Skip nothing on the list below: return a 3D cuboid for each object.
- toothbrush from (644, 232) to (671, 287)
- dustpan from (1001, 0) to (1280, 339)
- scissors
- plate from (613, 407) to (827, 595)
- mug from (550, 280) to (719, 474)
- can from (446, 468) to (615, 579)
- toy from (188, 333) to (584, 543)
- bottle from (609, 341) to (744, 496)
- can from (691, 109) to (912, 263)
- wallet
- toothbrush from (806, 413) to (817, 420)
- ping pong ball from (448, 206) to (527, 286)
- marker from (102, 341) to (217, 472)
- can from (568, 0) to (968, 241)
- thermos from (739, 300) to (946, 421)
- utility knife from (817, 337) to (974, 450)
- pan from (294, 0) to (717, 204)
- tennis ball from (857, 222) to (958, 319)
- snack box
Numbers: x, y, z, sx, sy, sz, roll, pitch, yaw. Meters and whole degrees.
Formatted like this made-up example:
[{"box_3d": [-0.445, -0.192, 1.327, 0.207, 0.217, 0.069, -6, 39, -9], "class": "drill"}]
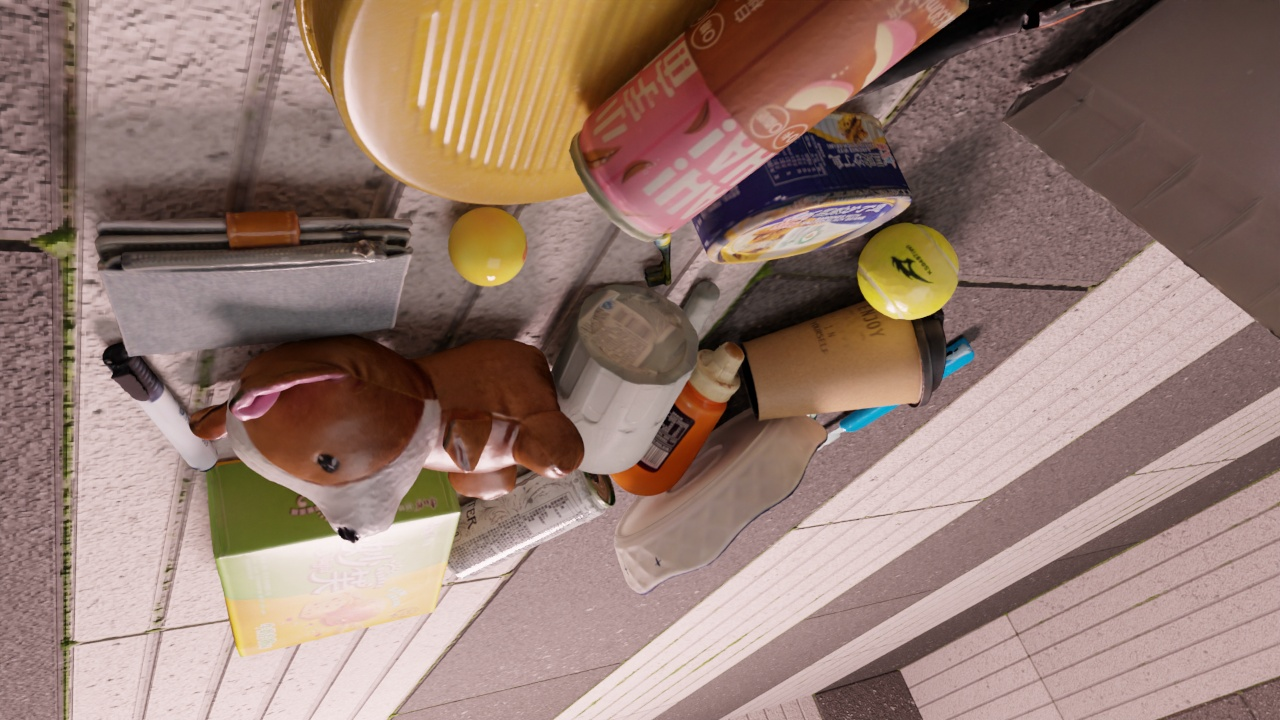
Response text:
[{"box_3d": [0.008, -0.070, 0.488, 0.017, 0.012, 0.186, -13, 168, 0], "class": "toothbrush"}, {"box_3d": [0.379, -0.134, 0.471, 0.142, 0.222, 0.258, 27, 116, -40], "class": "dustpan"}, {"box_3d": [0.147, -0.141, 0.364, 0.221, 0.022, 0.231, -16, -163, 24], "class": "scissors"}, {"box_3d": [0.057, 0.104, 0.747, 0.205, 0.045, 0.205, -39, -176, 3], "class": "plate"}, {"box_3d": [-0.004, 0.004, 0.604, 0.123, 0.083, 0.104, -35, 163, -37], "class": "mug"}, {"box_3d": [-0.097, 0.127, 0.763, 0.147, 0.058, 0.058, -28, 151, 11], "class": "can"}, {"box_3d": [-0.143, 0.041, 0.528, 0.199, 0.130, 0.140, 13, 155, -36], "class": "toy"}, {"box_3d": [0.030, 0.041, 0.702, 0.066, 0.066, 0.150, 5, 135, -40], "class": "bottle"}, {"box_3d": [0.082, -0.089, 0.478, 0.147, 0.049, 0.075, -13, 167, -44], "class": "can"}, {"box_3d": [-0.179, -0.040, 0.437, 0.129, 0.037, 0.107, -7, 159, -24], "class": "wallet"}, {"box_3d": [0.160, 0.036, 0.822, 0.016, 0.018, 0.192, -17, 151, -10], "class": "toothbrush"}, {"box_3d": [-0.078, -0.058, 0.469, 0.040, 0.040, 0.040, -17, 152, -9], "class": "ping pong ball"}, {"box_3d": [-0.267, 0.031, 0.517, 0.018, 0.022, 0.131, -5, 149, -7], "class": "marker"}, {"box_3d": [0.043, -0.107, 0.340, 0.148, 0.058, 0.057, -35, 150, 29], "class": "can"}, {"box_3d": [0.150, 0.000, 0.688, 0.143, 0.093, 0.093, -12, 152, 0], "class": "thermos"}, {"box_3d": [0.223, 0.048, 0.885, 0.224, 0.018, 0.034, -38, 150, 26], "class": "utility knife"}, {"box_3d": [-0.006, -0.185, 0.292, 0.197, 0.078, 0.359, -12, 157, -28], "class": "pan"}, {"box_3d": [0.180, -0.060, 0.618, 0.065, 0.065, 0.066, -17, 152, -9], "class": "tennis ball"}, {"box_3d": [-0.228, 0.141, 0.684, 0.157, 0.070, 0.211, -8, 149, -23], "class": "snack box"}]
